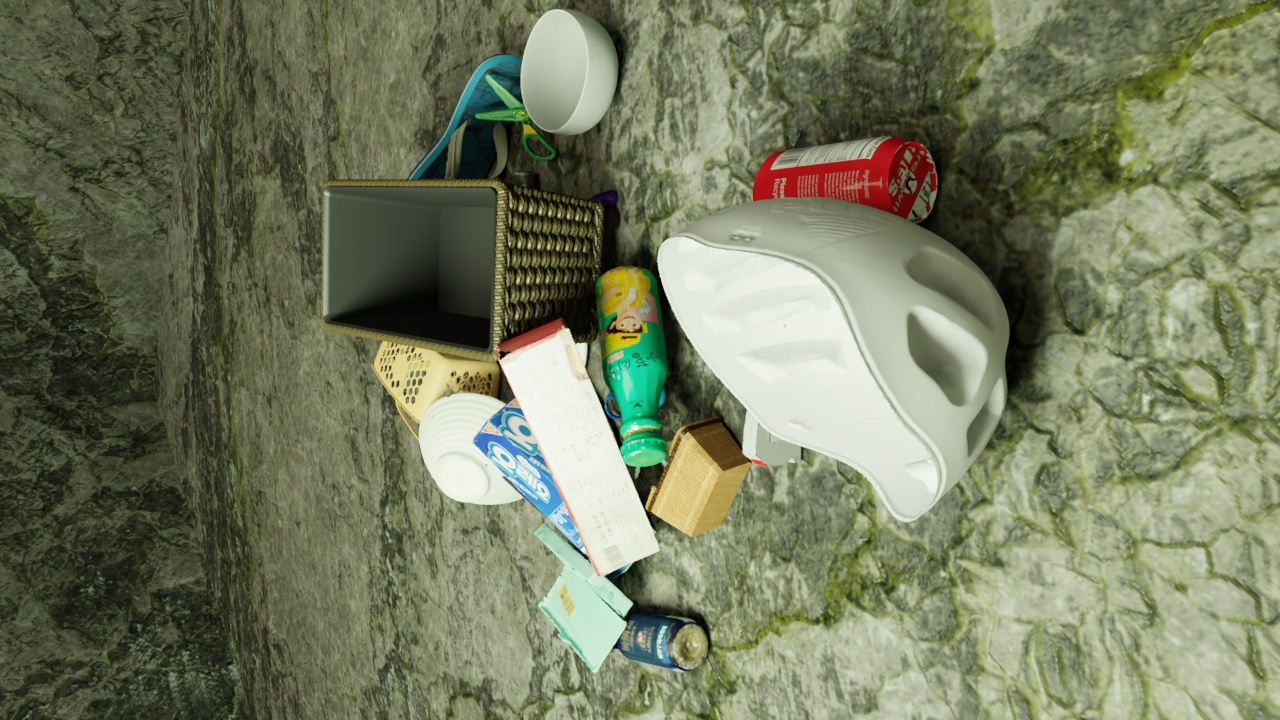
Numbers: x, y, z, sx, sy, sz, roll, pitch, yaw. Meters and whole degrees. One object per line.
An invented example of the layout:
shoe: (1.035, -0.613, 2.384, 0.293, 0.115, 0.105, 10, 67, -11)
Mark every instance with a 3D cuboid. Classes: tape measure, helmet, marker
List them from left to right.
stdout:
marker: (-0.070, -0.183, 1.087, 0.134, 0.015, 0.018, -3, 64, 52)
tape measure: (0.122, 0.065, 0.835, 0.020, 0.062, 0.060, 5, 94, 52)
helmet: (0.134, -0.016, 0.690, 0.283, 0.183, 0.224, 14, 140, 38)

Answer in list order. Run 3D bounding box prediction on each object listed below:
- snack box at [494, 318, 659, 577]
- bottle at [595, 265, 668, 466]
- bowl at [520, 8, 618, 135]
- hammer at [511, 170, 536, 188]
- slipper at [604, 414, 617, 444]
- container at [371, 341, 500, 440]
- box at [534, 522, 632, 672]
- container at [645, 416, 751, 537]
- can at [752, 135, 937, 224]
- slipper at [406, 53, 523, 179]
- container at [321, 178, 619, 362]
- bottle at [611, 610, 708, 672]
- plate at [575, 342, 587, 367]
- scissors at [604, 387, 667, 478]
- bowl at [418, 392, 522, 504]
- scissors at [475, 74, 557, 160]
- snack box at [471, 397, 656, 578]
snack box: (-0.061, 0.092, 0.924, 0.044, 0.076, 0.273, -122, 10, -65)
bottle: (-0.006, 0.006, 0.943, 0.068, 0.068, 0.209, -41, 47, 46)
bowl: (-0.072, -0.321, 1.031, 0.132, 0.064, 0.132, 8, 100, 50)
hammer: (-0.221, -0.133, 1.278, 0.334, 0.033, 0.133, -26, 75, 52)
slipper: (-0.103, 0.069, 1.094, 0.197, 0.081, 0.093, 58, 135, 17)
container: (-0.301, 0.041, 1.322, 0.183, 0.129, 0.167, 40, 115, 42)
box: (-0.083, 0.269, 1.070, 0.109, 0.078, 0.187, -62, 25, -3)
container: (0.060, 0.121, 0.924, 0.061, 0.063, 0.114, 42, 126, 32)
can: (0.162, -0.139, 0.747, 0.143, 0.074, 0.074, 7, 100, 52)
slipper: (-0.223, -0.267, 1.202, 0.060, 0.118, 0.296, 53, 126, 19)
container: (-0.191, -0.111, 1.055, 0.322, 0.204, 0.176, 9, 100, 40)
bottle: (0.007, 0.307, 1.016, 0.161, 0.056, 0.056, -11, 86, 53)
plate: (-0.110, -0.025, 1.158, 0.157, 0.014, 0.157, 10, 102, 51)
scissors: (-0.003, 0.072, 1.038, 0.129, 0.014, 0.127, 22, 115, 45)
bowl: (-0.220, 0.135, 1.194, 0.177, 0.070, 0.177, 7, 120, 12)
scissors: (-0.138, -0.303, 1.109, 0.122, 0.012, 0.128, -36, 106, 27)
snack box: (-0.086, 0.143, 1.035, 0.226, 0.059, 0.059, 44, 135, 3)
